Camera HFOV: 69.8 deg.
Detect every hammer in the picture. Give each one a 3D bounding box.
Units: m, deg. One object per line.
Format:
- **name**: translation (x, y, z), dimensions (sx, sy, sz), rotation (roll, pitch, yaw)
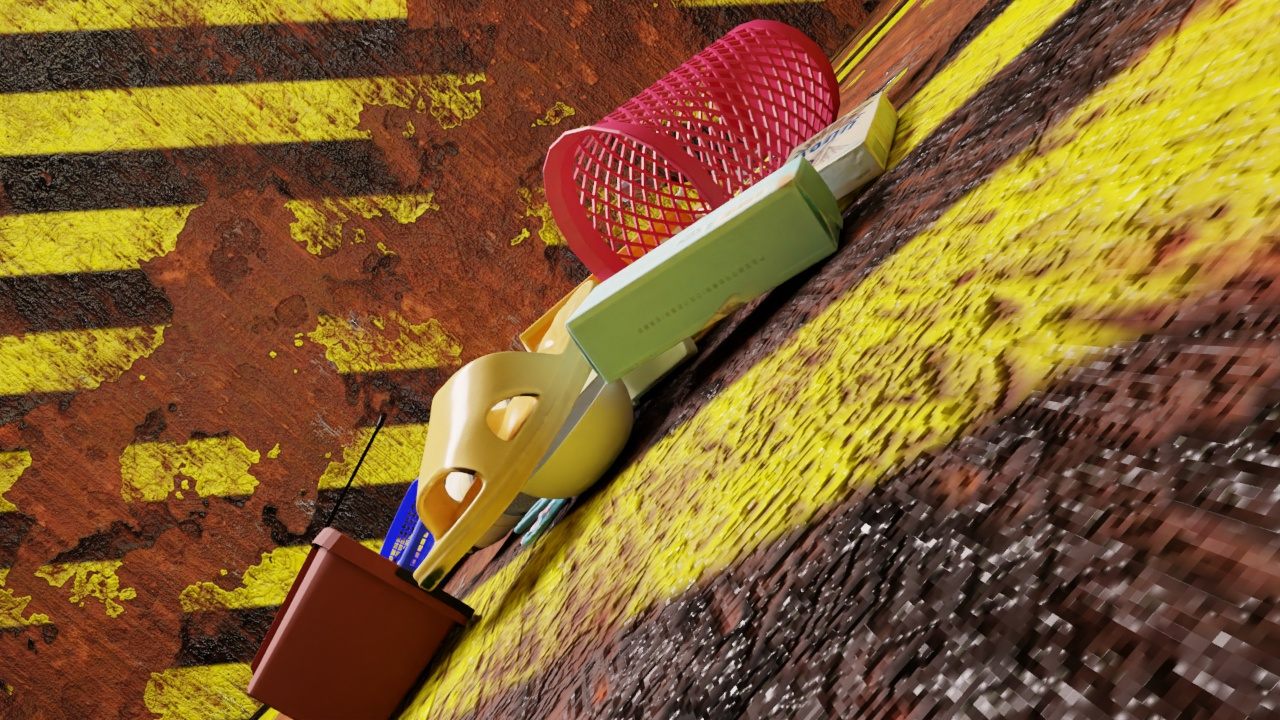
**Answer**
- **hammer**: translation (0.077, -0.199, 0.958), dimensions (0.321, 0.044, 0.099), rotation (-25, -15, -48)

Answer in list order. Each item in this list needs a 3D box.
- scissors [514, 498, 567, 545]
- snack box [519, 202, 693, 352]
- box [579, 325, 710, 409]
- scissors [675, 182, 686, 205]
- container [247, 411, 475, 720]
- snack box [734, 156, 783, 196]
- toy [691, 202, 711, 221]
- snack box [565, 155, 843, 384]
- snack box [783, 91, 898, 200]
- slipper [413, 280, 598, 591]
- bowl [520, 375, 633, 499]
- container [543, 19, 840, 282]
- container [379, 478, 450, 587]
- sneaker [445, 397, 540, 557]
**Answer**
- **scissors**: translation (-0.060, 0.099, 0.704), dimensions (0.135, 0.015, 0.126), rotation (-45, 3, -40)
- **snack box**: translation (-0.019, -0.051, 0.909), dimensions (0.195, 0.080, 0.145), rotation (-41, 0, -6)
- **box**: translation (-0.013, -0.007, 0.740), dimensions (0.189, 0.077, 0.089), rotation (-42, 9, 49)
- **scissors**: translation (0.022, -0.115, 1.007), dimensions (0.023, 0.168, 0.172), rotation (47, 132, 54)
- **container**: translation (-0.184, 0.157, 0.656), dimensions (0.200, 0.127, 0.148), rotation (-61, 10, -21)
- **snack box**: translation (0.126, -0.169, 0.924), dimensions (0.126, 0.040, 0.088), rotation (-48, 5, 4)
- **toy**: translation (0.090, -0.179, 1.168), dimensions (0.087, 0.067, 0.112), rotation (-19, 31, 24)
- **snack box**: translation (0.040, -0.056, 0.572), dimensions (0.175, 0.053, 0.074), rotation (-30, 14, 23)
- **snack box**: translation (0.136, -0.143, 0.648), dimensions (0.082, 0.026, 0.149), rotation (-30, 14, 31)
- **slipper**: translation (-0.095, 0.029, 0.630), dimensions (0.100, 0.078, 0.262), rotation (-39, 18, 47)
- **bowl**: translation (-0.037, 0.057, 0.627), dimensions (0.110, 0.040, 0.110), rotation (-50, 7, 9)
- **container**: translation (0.060, -0.176, 0.777), dimensions (0.225, 0.183, 0.184), rotation (-49, 5, -29)
- **container**: translation (-0.228, 0.188, 0.984), dimensions (0.096, 0.058, 0.114), rotation (-15, 50, 58)
- **sneaker**: translation (-0.125, 0.101, 0.862), dimensions (0.102, 0.089, 0.241), rotation (-55, 7, 24)
